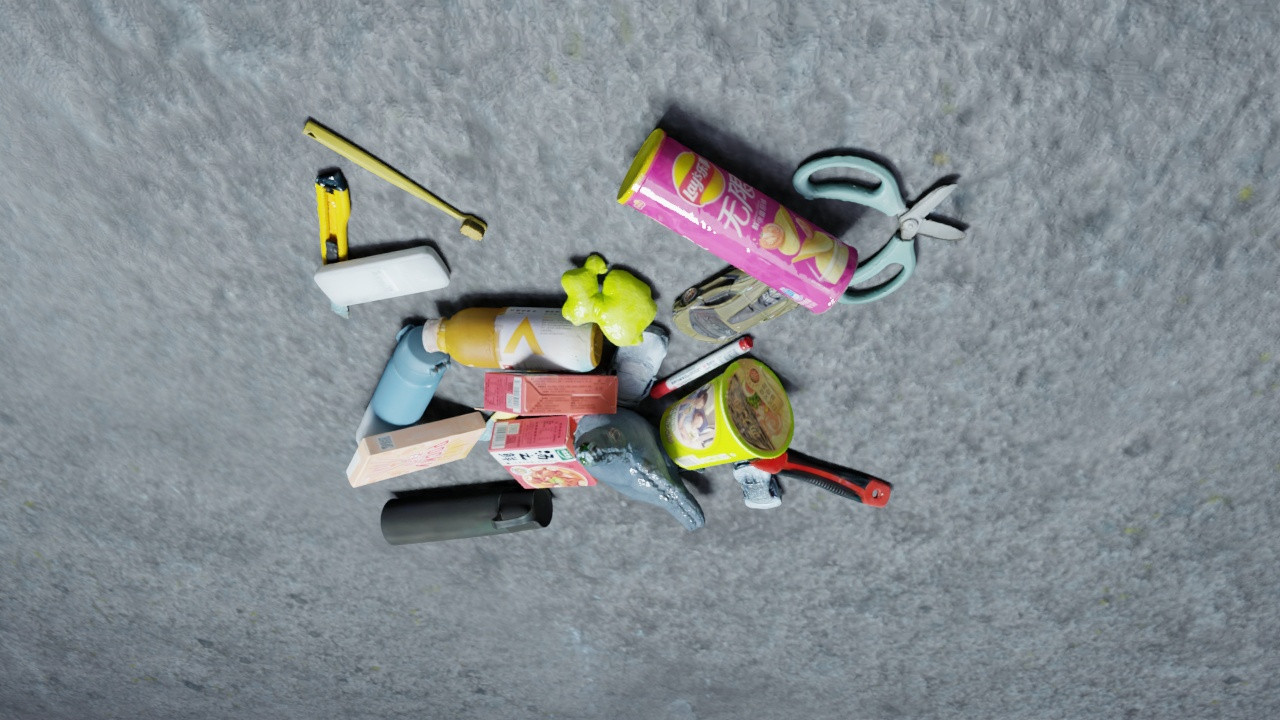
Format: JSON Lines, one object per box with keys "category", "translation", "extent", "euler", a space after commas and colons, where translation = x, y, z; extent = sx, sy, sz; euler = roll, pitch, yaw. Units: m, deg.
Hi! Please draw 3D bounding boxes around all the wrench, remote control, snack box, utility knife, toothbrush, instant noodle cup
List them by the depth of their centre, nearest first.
{"category": "toothbrush", "translation": [-0.230, -0.167, 0.869], "extent": [0.190, 0.016, 0.016], "euler": [30, 135, -23]}
{"category": "utility knife", "translation": [-0.316, -0.112, 0.952], "extent": [0.033, 0.015, 0.217], "euler": [15, 140, -3]}
{"category": "remote control", "translation": [-0.269, -0.088, 0.957], "extent": [0.136, 0.020, 0.056], "euler": [-9, 144, 12]}
{"category": "snack box", "translation": [-0.105, 0.034, 1.005], "extent": [0.113, 0.044, 0.127], "euler": [0, -179, -33]}
{"category": "instant noodle cup", "translation": [0.088, 0.069, 1.025], "extent": [0.111, 0.111, 0.124], "euler": [34, 143, -26]}
{"category": "utility knife", "translation": [-0.154, 0.053, 1.113], "extent": [0.031, 0.021, 0.205], "euler": [30, 130, -17]}
{"category": "wrench", "translation": [0.184, 0.134, 1.125], "extent": [0.273, 0.056, 0.016], "euler": [14, 179, -12]}
{"category": "snack box", "translation": [-0.274, 0.108, 1.126], "extent": [0.157, 0.026, 0.085], "euler": [-12, 155, -38]}
{"category": "snack box", "translation": [-0.107, 0.116, 1.146], "extent": [0.127, 0.044, 0.113], "euler": [-6, 146, 18]}

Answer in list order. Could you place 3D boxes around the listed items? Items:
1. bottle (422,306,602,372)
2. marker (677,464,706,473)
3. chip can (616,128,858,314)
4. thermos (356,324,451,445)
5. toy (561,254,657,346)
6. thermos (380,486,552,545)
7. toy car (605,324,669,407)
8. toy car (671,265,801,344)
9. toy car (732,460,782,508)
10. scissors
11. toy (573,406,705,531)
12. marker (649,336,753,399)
{"category": "bottle", "translation": [-0.137, -0.024, 0.981], "extent": [0.190, 0.067, 0.068], "euler": [2, 140, 9]}
{"category": "marker", "translation": [0.040, 0.142, 1.182], "extent": [0.124, 0.015, 0.018], "euler": [-15, 139, 25]}
{"category": "chip can", "translation": [0.087, -0.119, 0.807], "extent": [0.210, 0.071, 0.072], "euler": [28, 137, -13]}
{"category": "thermos", "translation": [-0.282, 0.039, 1.089], "extent": [0.070, 0.070, 0.221], "euler": [23, 137, -15]}
{"category": "toy", "translation": [-0.030, -0.060, 0.930], "extent": [0.100, 0.031, 0.097], "euler": [-4, 106, -11]}
{"category": "thermos", "translation": [-0.247, 0.215, 1.273], "extent": [0.243, 0.089, 0.068], "euler": [-10, 94, 21]}
{"category": "toy car", "translation": [-0.006, 0.006, 1.016], "extent": [0.054, 0.036, 0.121], "euler": [15, 137, -7]}
{"category": "toy car", "translation": [0.099, -0.057, 0.918], "extent": [0.070, 0.042, 0.159], "euler": [37, 135, -28]}
{"category": "toy car", "translation": [0.150, 0.160, 1.170], "extent": [0.049, 0.031, 0.106], "euler": [-7, 138, 19]}
{"category": "scissors", "translation": [0.203, -0.116, 0.845], "extent": [0.171, 0.019, 0.170], "euler": [17, 138, -10]}
{"category": "toy", "translation": [-0.011, 0.117, 1.065], "extent": [0.091, 0.138, 0.356], "euler": [-39, 152, 4]}
{"category": "marker", "translation": [0.066, 0.009, 1.019], "extent": [0.017, 0.017, 0.146], "euler": [36, 133, -28]}
